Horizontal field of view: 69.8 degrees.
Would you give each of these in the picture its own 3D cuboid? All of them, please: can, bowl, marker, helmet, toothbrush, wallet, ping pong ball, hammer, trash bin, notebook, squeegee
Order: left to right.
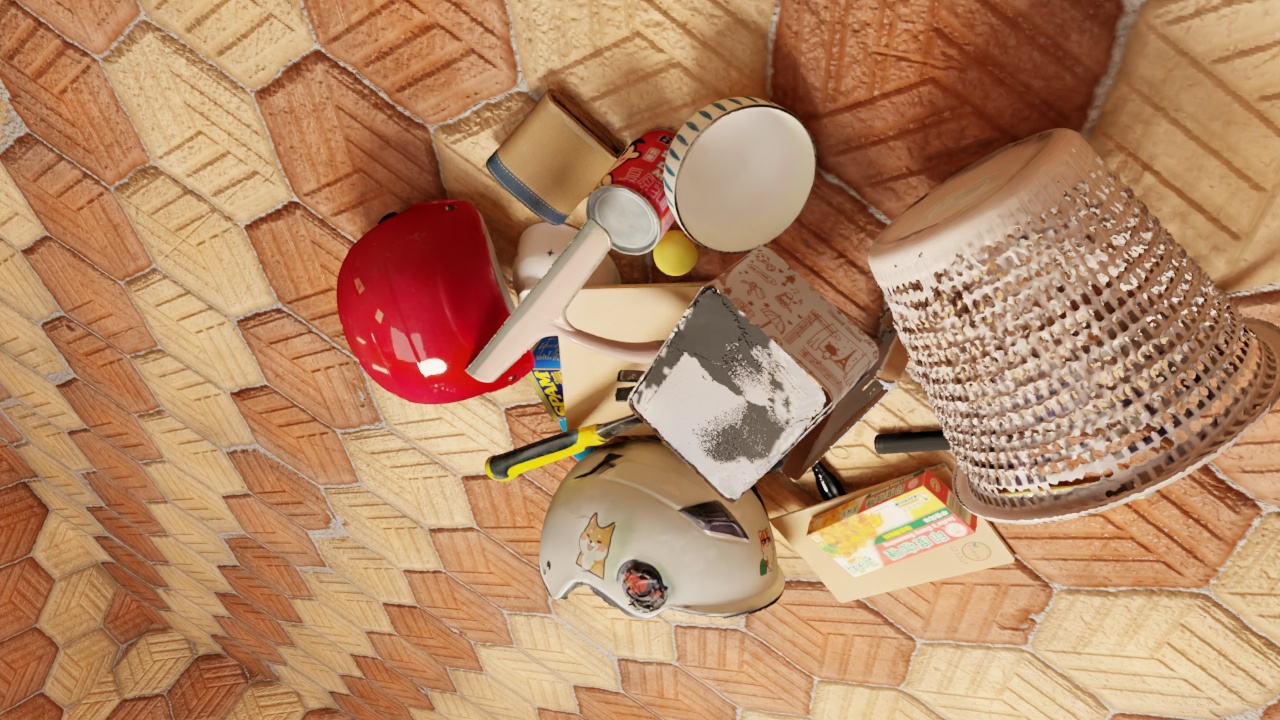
[{"bbox_3d":[-0.233,-0.046,0.929,0.241,0.143,0.207,-3,109,53],"label":"helmet"},{"bbox_3d":[-0.085,-0.070,0.907,0.118,0.064,0.118,19,141,17],"label":"bowl"},{"bbox_3d":[-0.076,-0.178,0.811,0.090,0.033,0.116,40,141,-14],"label":"wallet"},{"bbox_3d":[-0.067,0.020,0.999,0.083,0.057,0.102,0,132,31],"label":"can"},{"bbox_3d":[-0.054,0.075,0.932,0.126,0.031,0.324,26,146,-37],"label":"hammer"},{"bbox_3d":[-0.005,0.005,0.920,0.149,0.012,0.212,-2,135,-2],"label":"notebook"},{"bbox_3d":[0.005,-0.139,0.746,0.066,0.093,0.067,19,140,16],"label":"can"},{"bbox_3d":[0.006,-0.015,0.824,0.249,0.040,0.248,10,146,-30],"label":"squeegee"},{"bbox_3d":[0.021,0.167,1.001,0.275,0.229,0.157,4,102,29],"label":"helmet"},{"bbox_3d":[0.031,-0.096,0.818,0.040,0.040,0.040,19,140,16],"label":"ping pong ball"},{"bbox_3d":[0.068,-0.147,0.701,0.066,0.116,0.116,58,172,52],"label":"bowl"},{"bbox_3d":[0.202,0.135,0.970,0.027,0.026,0.213,-24,119,15],"label":"toothbrush"},{"bbox_3d":[0.261,0.188,0.968,0.208,0.008,0.148,-26,116,35],"label":"notebook"},{"bbox_3d":[0.280,0.075,0.852,0.132,0.022,0.020,-8,91,39],"label":"marker"},{"bbox_3d":[0.264,-0.034,0.611,0.228,0.226,0.192,-28,101,48],"label":"trash bin"}]

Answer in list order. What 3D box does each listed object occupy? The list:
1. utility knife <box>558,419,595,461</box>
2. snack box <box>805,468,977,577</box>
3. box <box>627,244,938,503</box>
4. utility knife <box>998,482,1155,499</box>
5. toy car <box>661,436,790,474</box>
[{"bbox_3d":[-0.091,0.053,1.080,0.034,0.018,0.205,9,138,29],"label":"utility knife"},{"bbox_3d":[0.250,0.166,0.925,0.077,0.026,0.156,40,134,-14],"label":"snack box"},{"bbox_3d":[0.128,-0.007,0.756,0.157,0.192,0.184,43,140,8],"label":"box"},{"bbox_3d":[0.367,0.128,0.850,0.207,0.021,0.031,-17,122,34],"label":"utility knife"},{"bbox_3d":[0.087,0.074,0.953,0.158,0.042,0.070,23,131,-13],"label":"toy car"}]
